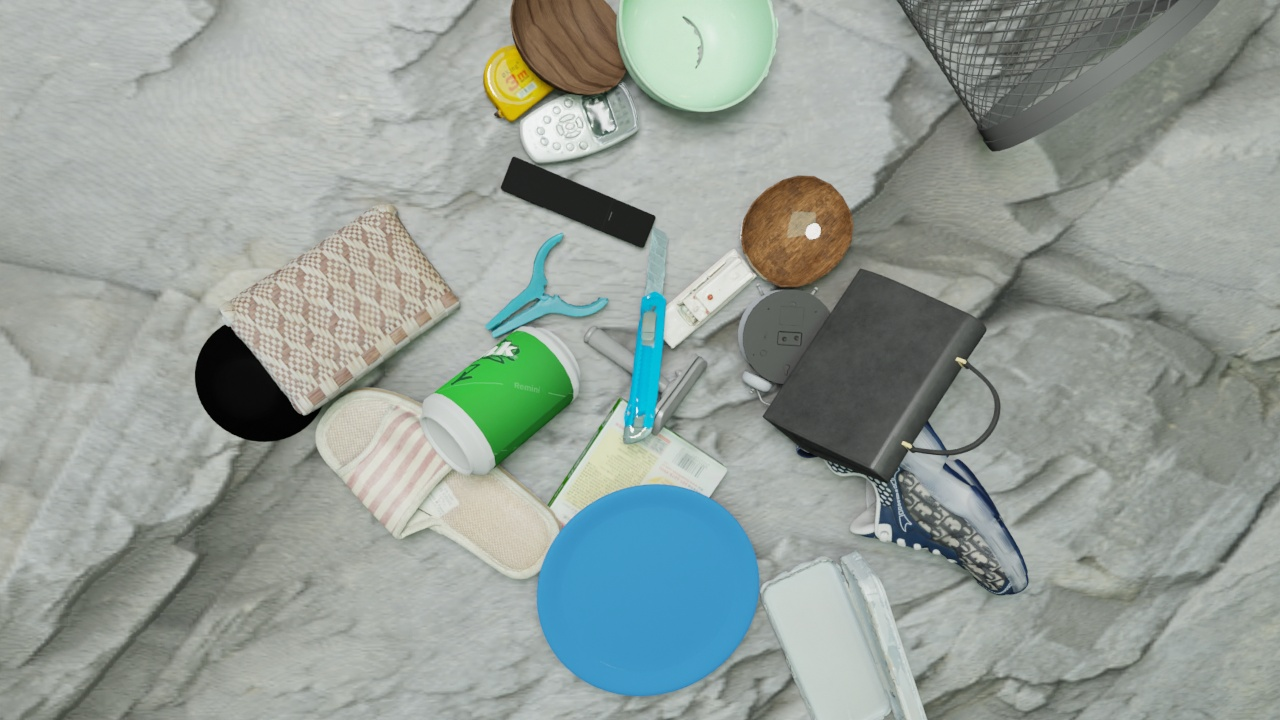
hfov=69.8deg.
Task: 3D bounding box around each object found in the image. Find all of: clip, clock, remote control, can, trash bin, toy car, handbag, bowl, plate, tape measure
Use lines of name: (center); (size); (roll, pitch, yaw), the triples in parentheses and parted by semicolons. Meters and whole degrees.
clip: (-0.081, -0.061, 0.899); (0.120, 0.033, 0.122); (22, 95, -13)
clock: (0.145, -0.014, 0.926); (0.094, 0.035, 0.123); (3, 99, -7)
remote control: (-0.059, -0.225, 0.875); (0.114, 0.028, 0.060); (-19, 100, -4)
can: (-0.128, 0.036, 0.852); (0.139, 0.088, 0.088); (-41, 102, -29)
trash bin: (0.341, -0.346, 0.816); (0.218, 0.218, 0.227); (-39, 97, 0)
toy car: (0.063, -0.060, 0.907); (0.113, 0.039, 0.039); (-41, 101, 0)
handbag: (0.240, 0.026, 0.835); (0.072, 0.196, 0.175); (37, 85, -36)
bowl: (-0.070, -0.293, 0.847); (0.119, 0.032, 0.119); (9, 71, -28)
remote control: (-0.060, -0.153, 0.893); (0.150, 0.013, 0.034); (22, 95, -8)
handbag: (-0.274, -0.050, 0.852); (0.185, 0.047, 0.124); (-38, 100, -19)
plate: (0.008, 0.229, 0.922); (0.224, 0.024, 0.224); (-2, 101, -9)
tape measure: (-0.119, -0.263, 0.861); (0.068, 0.030, 0.059); (-41, 101, -6)
bowl: (0.153, -0.127, 0.914); (0.114, 0.026, 0.102); (-37, 95, -2)
bowl: (-0.363, 0.022, 0.862); (0.124, 0.052, 0.124); (-1, 98, -7)
bowl: (0.042, -0.299, 0.846); (0.150, 0.077, 0.151); (-1, 94, -17)

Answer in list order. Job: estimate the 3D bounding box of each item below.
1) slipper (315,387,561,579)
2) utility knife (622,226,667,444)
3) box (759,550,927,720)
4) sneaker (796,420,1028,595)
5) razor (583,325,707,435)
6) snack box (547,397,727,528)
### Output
slipper: (-0.197, 0.125, 0.889); (0.263, 0.052, 0.115); (34, 92, -4)
utility knife: (0.007, -0.027, 0.881); (0.031, 0.015, 0.220); (3, 73, 7)
box: (0.221, 0.315, 0.948); (0.129, 0.105, 0.210); (-25, 100, 1)
sneaker: (0.284, 0.153, 0.948); (0.132, 0.103, 0.269); (-38, 101, 15)
razor: (-0.005, 0.005, 0.905); (0.116, 0.047, 0.088); (35, 65, 5)
snack box: (-0.012, 0.142, 0.934); (0.132, 0.027, 0.168); (33, 94, -9)
